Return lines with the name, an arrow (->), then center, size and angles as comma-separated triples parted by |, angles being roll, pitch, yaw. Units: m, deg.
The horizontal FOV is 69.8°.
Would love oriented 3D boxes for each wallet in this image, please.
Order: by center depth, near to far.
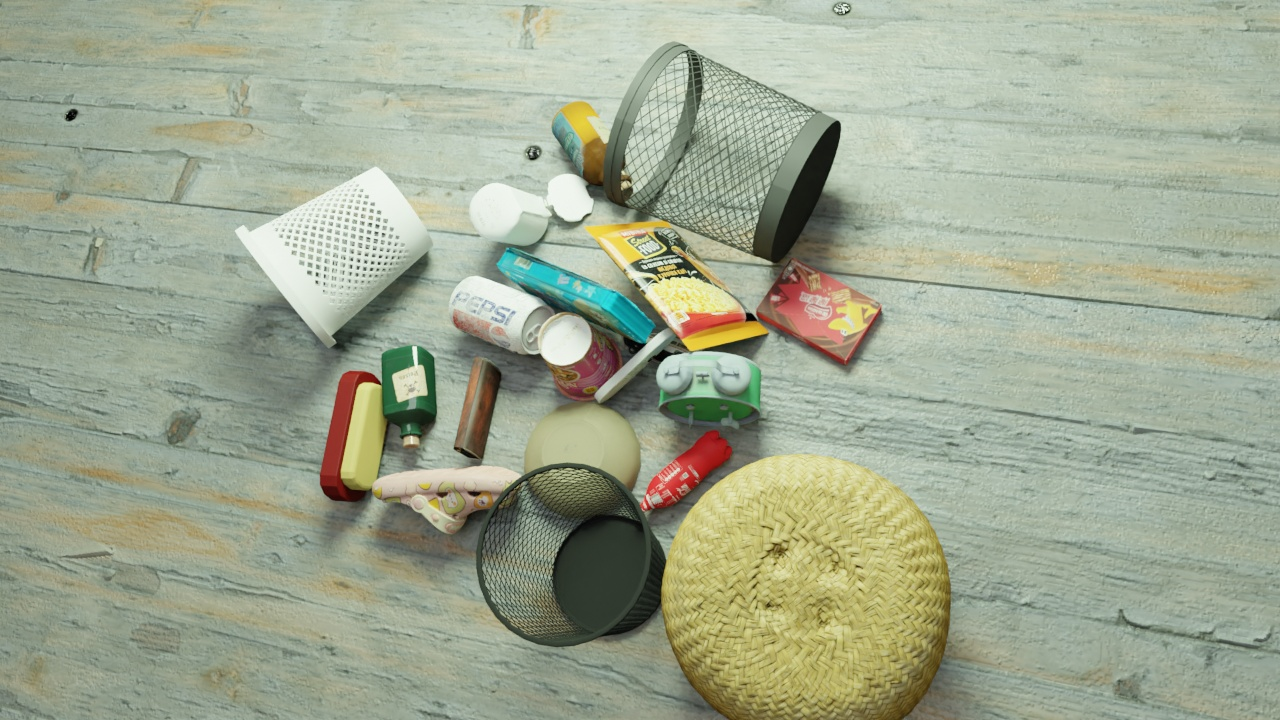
wallet -> -0.211, 0.063, 1.192 | 0.019, 0.072, 0.123 | 6, 74, 14

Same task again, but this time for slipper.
slipper -> -0.242, 0.177, 1.161 | 0.197, 0.093, 0.081 | -3, 91, 14

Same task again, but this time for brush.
brush -> -0.371, 0.100, 1.210 | 0.042, 0.082, 0.173 | 2, 72, 13

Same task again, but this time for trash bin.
trash bin -> -0.058, 0.228, 1.026 | 0.184, 0.210, 0.183 | -4, 70, 11
trash bin -> 0.107, -0.255, 1.159 | 0.227, 0.218, 0.217 | 27, 79, 16
trash bin -> -0.407, -0.154, 1.261 | 0.199, 0.196, 0.195 | -38, 67, -12

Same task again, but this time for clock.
clock -> 0.080, 0.034, 1.088 | 0.122, 0.161, 0.075 | 0, 70, 13

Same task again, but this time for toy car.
toy car -> 0.030, -0.016, 1.186 | 0.113, 0.039, 0.039 | 24, 57, 20

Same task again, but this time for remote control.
remote control -> -0.007, 0.007, 1.151 | 0.137, 0.043, 0.013 | -43, 79, 20

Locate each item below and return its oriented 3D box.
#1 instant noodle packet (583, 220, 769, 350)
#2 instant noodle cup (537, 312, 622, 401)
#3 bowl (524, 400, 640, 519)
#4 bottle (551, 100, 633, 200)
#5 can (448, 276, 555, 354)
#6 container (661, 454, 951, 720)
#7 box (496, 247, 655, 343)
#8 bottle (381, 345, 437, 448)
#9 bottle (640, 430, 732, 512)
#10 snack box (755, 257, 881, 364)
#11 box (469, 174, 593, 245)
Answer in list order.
instant noodle packet -> 0.047, -0.101, 1.162 | 0.220, 0.159, 0.032 | 50, 128, 22
instant noodle cup -> -0.082, -0.009, 1.168 | 0.098, 0.108, 0.097 | -4, 71, 12
bowl -> -0.078, 0.120, 1.154 | 0.152, 0.050, 0.152 | -4, 71, 11
bottle -> -0.060, -0.286, 1.280 | 0.068, 0.068, 0.157 | -33, 68, 0
can -> -0.183, -0.059, 1.210 | 0.136, 0.078, 0.078 | 21, 76, 33
container -> 0.169, 0.253, 0.977 | 0.307, 0.196, 0.306 | -5, 69, 12
box -> -0.084, -0.086, 1.164 | 0.227, 0.094, 0.041 | 24, 81, 42
bottle -> -0.308, 0.052, 1.223 | 0.061, 0.061, 0.131 | -12, 69, 11
bottle -> 0.049, 0.142, 1.122 | 0.141, 0.042, 0.042 | -40, 68, -3
snack box -> 0.226, -0.064, 1.164 | 0.133, 0.021, 0.089 | 31, 80, 20
box -> -0.146, -0.211, 1.257 | 0.142, 0.140, 0.083 | -33, 81, 16
